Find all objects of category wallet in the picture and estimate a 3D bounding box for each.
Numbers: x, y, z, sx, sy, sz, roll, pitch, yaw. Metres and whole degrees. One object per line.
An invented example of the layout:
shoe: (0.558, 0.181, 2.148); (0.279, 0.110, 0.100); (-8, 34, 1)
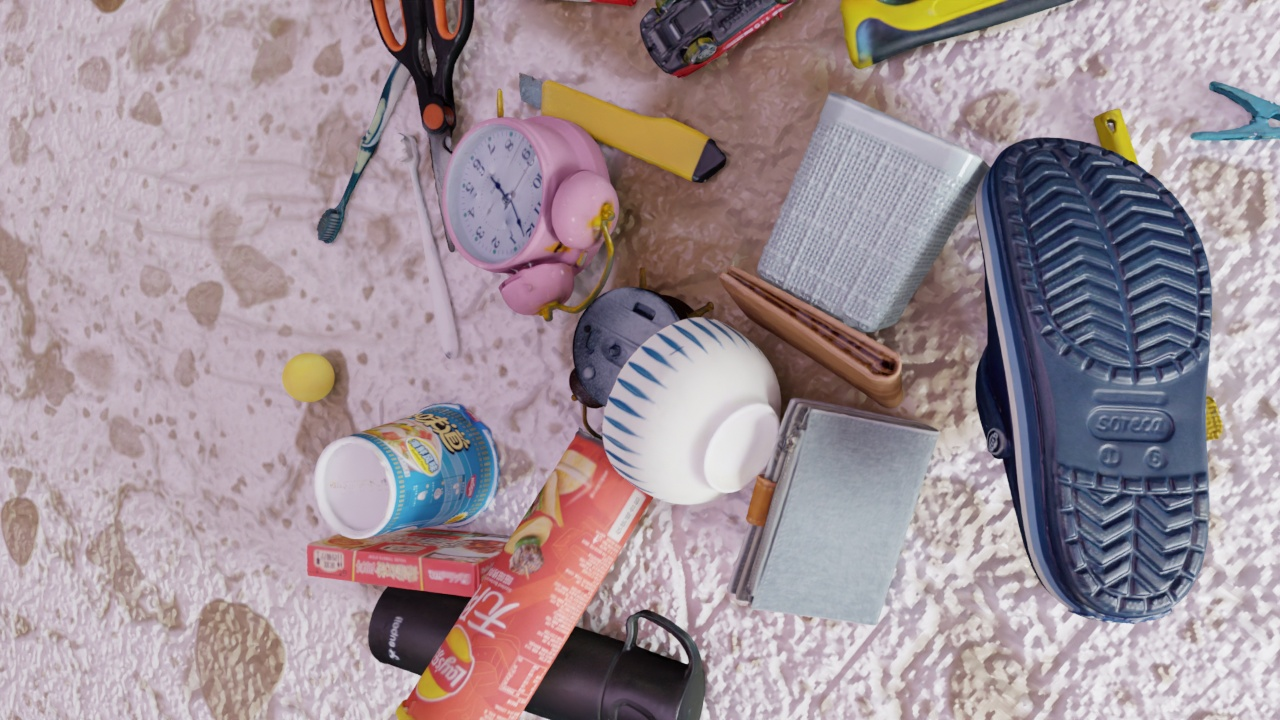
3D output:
wallet: (0.103, -0.013, 0.543); (0.115, 0.101, 0.020); (34, 89, 19)
wallet: (0.115, 0.092, 0.558); (0.106, 0.037, 0.130); (12, 101, -17)

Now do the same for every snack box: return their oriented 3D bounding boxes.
snack box: (-0.166, 0.147, 0.686); (0.153, 0.075, 0.025); (0, 93, 24)

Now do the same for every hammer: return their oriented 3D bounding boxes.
hammer: (0.271, -0.222, 0.493); (0.324, 0.031, 0.126); (-12, 87, 24)

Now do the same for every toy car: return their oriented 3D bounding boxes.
toy car: (0.058, -0.229, 0.582); (0.121, 0.045, 0.053); (-31, 82, 20)

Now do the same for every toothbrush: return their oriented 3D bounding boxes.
toothbrush: (0.285, -0.048, 0.504); (0.016, 0.016, 0.190); (-17, 86, 24)
toothbrush: (-0.214, -0.176, 0.722); (0.016, 0.018, 0.192); (34, 106, 18)
toothbrush: (-0.164, -0.088, 0.705); (0.016, 0.016, 0.180); (-14, 87, 26)

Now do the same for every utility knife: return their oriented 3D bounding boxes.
utility knife: (-0.017, -0.164, 0.635); (0.177, 0.015, 0.033); (28, 98, 22)

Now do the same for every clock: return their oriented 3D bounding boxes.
clock: (-0.071, -0.098, 0.623); (0.158, 0.059, 0.117); (49, 119, 23)
clock: (-0.004, 0.004, 0.617); (0.082, 0.055, 0.122); (29, 105, 19)

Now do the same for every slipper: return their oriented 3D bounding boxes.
slipper: (0.235, 0.008, 0.491); (0.105, 0.095, 0.252); (-3, 79, -6)

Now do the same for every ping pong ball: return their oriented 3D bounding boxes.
ping pong ball: (-0.269, 0.014, 0.744); (0.040, 0.040, 0.040); (1, 93, 24)

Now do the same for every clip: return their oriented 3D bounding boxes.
clip: (0.325, -0.127, 0.484); (0.055, 0.013, 0.034); (23, 102, 24)

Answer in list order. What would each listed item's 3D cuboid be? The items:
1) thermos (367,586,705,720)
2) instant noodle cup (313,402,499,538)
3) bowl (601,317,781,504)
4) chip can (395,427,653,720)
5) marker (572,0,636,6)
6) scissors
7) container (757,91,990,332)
thermos: (-0.074, 0.204, 0.657); (0.243, 0.068, 0.090); (9, 85, 22)
instant noodle cup: (-0.174, 0.083, 0.668); (0.099, 0.109, 0.099); (1, 93, 25)
bowl: (0.042, 0.039, 0.556); (0.066, 0.116, 0.116); (33, 107, 47)
chip can: (-0.070, 0.153, 0.599); (0.073, 0.073, 0.216); (29, 79, 20)
marker: (-0.070, -0.265, 0.653); (0.145, 0.017, 0.017); (13, 98, 23)
scissors: (-0.164, -0.195, 0.694); (0.139, 0.021, 0.235); (20, 108, 22)
container: (0.133, -0.082, 0.535); (0.090, 0.089, 0.112); (31, 108, 20)
